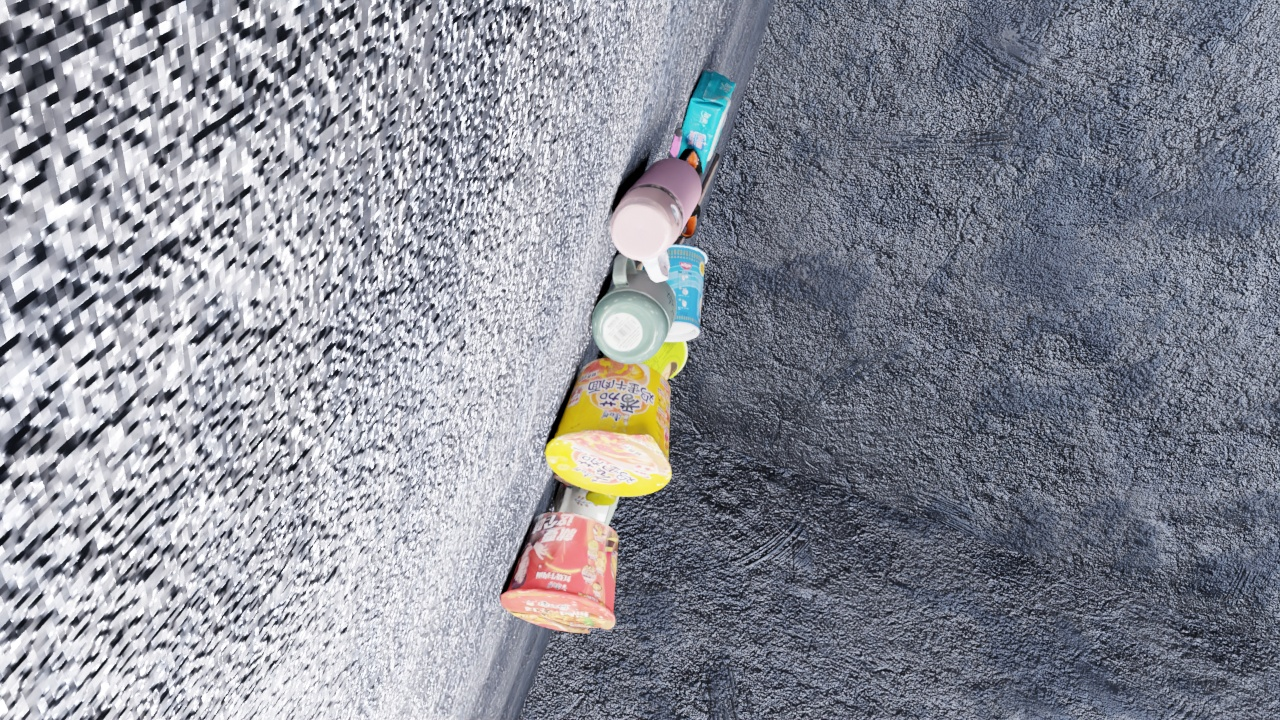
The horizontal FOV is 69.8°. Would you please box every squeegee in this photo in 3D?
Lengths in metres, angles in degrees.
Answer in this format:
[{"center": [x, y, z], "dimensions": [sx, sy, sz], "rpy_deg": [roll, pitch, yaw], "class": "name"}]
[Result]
[{"center": [0.048, -0.182, 1.274], "dimensions": [0.248, 0.040, 0.249], "rpy_deg": [-64, 170, 11], "class": "squeegee"}]

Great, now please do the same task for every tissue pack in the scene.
[{"center": [0.085, -0.316, 1.245], "dimensions": [0.093, 0.050, 0.134], "rpy_deg": [-69, 178, -46], "class": "tissue pack"}]

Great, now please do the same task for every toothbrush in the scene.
[{"center": [0.033, -0.231, 1.215], "dimensions": [0.190, 0.014, 0.017], "rpy_deg": [105, 6, -52], "class": "toothbrush"}]

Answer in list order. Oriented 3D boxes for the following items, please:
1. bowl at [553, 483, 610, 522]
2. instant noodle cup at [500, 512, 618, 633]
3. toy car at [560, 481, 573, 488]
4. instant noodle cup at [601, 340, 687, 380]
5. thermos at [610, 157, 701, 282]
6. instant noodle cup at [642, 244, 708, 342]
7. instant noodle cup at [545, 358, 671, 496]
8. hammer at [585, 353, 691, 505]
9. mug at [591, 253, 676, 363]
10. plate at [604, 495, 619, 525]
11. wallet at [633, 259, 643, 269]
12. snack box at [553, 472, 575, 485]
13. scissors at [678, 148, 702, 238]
[{"center": [-0.086, 0.201, 1.304], "dimensions": [0.113, 0.062, 0.113], "rpy_deg": [-162, -89, -76], "class": "bowl"}, {"center": [-0.090, 0.252, 1.102], "dimensions": [0.138, 0.138, 0.108], "rpy_deg": [106, -4, -58], "class": "instant noodle cup"}, {"center": [-0.073, 0.118, 1.242], "dimensions": [0.120, 0.045, 0.053], "rpy_deg": [-58, 180, -13], "class": "toy car"}, {"center": [-0.007, 0.007, 1.263], "dimensions": [0.123, 0.112, 0.112], "rpy_deg": [-53, 164, -53], "class": "instant noodle cup"}, {"center": [0.020, -0.141, 0.903], "dimensions": [0.198, 0.067, 0.087], "rpy_deg": [-69, 141, -66], "class": "thermos"}, {"center": [0.042, -0.086, 1.229], "dimensions": [0.099, 0.099, 0.109], "rpy_deg": [102, -11, -72], "class": "instant noodle cup"}, {"center": [-0.026, 0.071, 1.016], "dimensions": [0.138, 0.138, 0.109], "rpy_deg": [106, -3, -56], "class": "instant noodle cup"}, {"center": [-0.010, 0.075, 1.330], "dimensions": [0.032, 0.126, 0.322], "rpy_deg": [62, 33, -36], "class": "hammer"}, {"center": [-0.009, -0.060, 0.999], "dimensions": [0.106, 0.082, 0.112], "rpy_deg": [-61, 140, -70], "class": "mug"}, {"center": [-0.065, 0.185, 1.419], "dimensions": [0.230, 0.027, 0.230], "rpy_deg": [-163, -89, -74], "class": "plate"}, {"center": [-0.018, -0.082, 1.183], "dimensions": [0.115, 0.024, 0.087], "rpy_deg": [107, -1, -70], "class": "wallet"}, {"center": [-0.046, 0.112, 1.139], "dimensions": [0.158, 0.026, 0.084], "rpy_deg": [-12, -128, 55], "class": "snack box"}, {"center": [0.040, -0.180, 1.157], "dimensions": [0.190, 0.022, 0.228], "rpy_deg": [72, 33, -52], "class": "scissors"}]
